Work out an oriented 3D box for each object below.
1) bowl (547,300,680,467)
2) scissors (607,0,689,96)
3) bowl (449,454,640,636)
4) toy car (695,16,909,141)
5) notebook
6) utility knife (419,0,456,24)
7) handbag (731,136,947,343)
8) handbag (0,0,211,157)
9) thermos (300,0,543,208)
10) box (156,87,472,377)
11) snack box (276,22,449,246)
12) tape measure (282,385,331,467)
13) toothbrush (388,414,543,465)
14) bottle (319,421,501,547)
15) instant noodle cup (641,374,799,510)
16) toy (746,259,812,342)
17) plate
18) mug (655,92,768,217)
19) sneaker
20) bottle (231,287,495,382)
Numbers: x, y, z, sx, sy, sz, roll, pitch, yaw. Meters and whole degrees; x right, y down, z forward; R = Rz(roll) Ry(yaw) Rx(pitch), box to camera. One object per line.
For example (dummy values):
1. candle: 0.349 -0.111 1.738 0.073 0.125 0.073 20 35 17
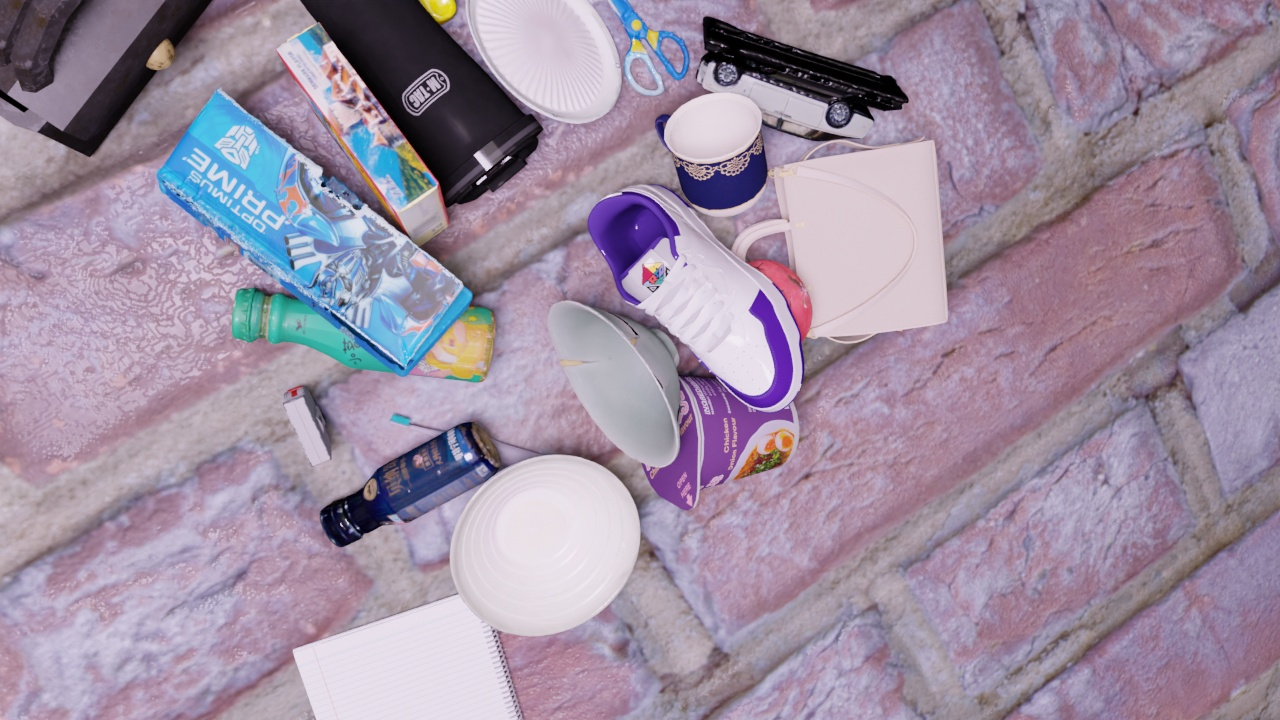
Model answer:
1. bowl: -0.005 0.005 0.805 0.067 0.174 0.174 -35 106 -23
2. scissors: -0.001 -0.308 0.840 0.070 0.022 0.130 -33 103 -8
3. bowl: -0.092 0.162 0.851 0.176 0.058 0.177 -5 106 -19
4. toy car: 0.139 -0.249 0.847 0.191 0.094 0.071 16 119 -7
5. notebook: -0.203 0.354 0.876 0.177 0.013 0.246 -16 102 -12
6. utility knife: -0.210 -0.371 0.764 0.028 0.020 0.188 -33 105 -12
7. handbag: 0.184 -0.112 0.890 0.198 0.101 0.195 -9 101 -3
8. handbag: -0.374 -0.243 0.638 0.102 0.199 0.197 37 87 -18
9. thermos: -0.182 -0.235 0.753 0.105 0.106 0.218 -41 102 -8
10. box: -0.250 -0.102 0.715 0.243 0.086 0.091 38 61 -3
11. snack box: -0.209 -0.167 0.713 0.040 0.143 0.145 -37 92 -8
12. tape measure: -0.282 0.053 0.781 0.020 0.062 0.060 -22 109 -13
13. toothbrush: -0.140 0.082 0.850 0.188 0.018 0.019 19 101 -18
14. bottle: -0.203 0.111 0.808 0.161 0.056 0.056 -28 105 2
15. instant noodle cup: 0.080 0.072 0.867 0.121 0.136 0.122 -3 144 -26
16. toy: 0.102 -0.040 0.857 0.062 0.133 0.092 -12 71 -48
17. plate: -0.082 -0.271 0.781 0.156 0.014 0.156 17 61 -35
18. mug: 0.063 -0.185 0.842 0.085 0.112 0.089 -51 147 -20
19. sneaker: 0.042 -0.058 0.782 0.092 0.111 0.244 -45 73 24
20. bottle: -0.232 -0.026 0.781 0.209 0.068 0.068 7 96 -18
